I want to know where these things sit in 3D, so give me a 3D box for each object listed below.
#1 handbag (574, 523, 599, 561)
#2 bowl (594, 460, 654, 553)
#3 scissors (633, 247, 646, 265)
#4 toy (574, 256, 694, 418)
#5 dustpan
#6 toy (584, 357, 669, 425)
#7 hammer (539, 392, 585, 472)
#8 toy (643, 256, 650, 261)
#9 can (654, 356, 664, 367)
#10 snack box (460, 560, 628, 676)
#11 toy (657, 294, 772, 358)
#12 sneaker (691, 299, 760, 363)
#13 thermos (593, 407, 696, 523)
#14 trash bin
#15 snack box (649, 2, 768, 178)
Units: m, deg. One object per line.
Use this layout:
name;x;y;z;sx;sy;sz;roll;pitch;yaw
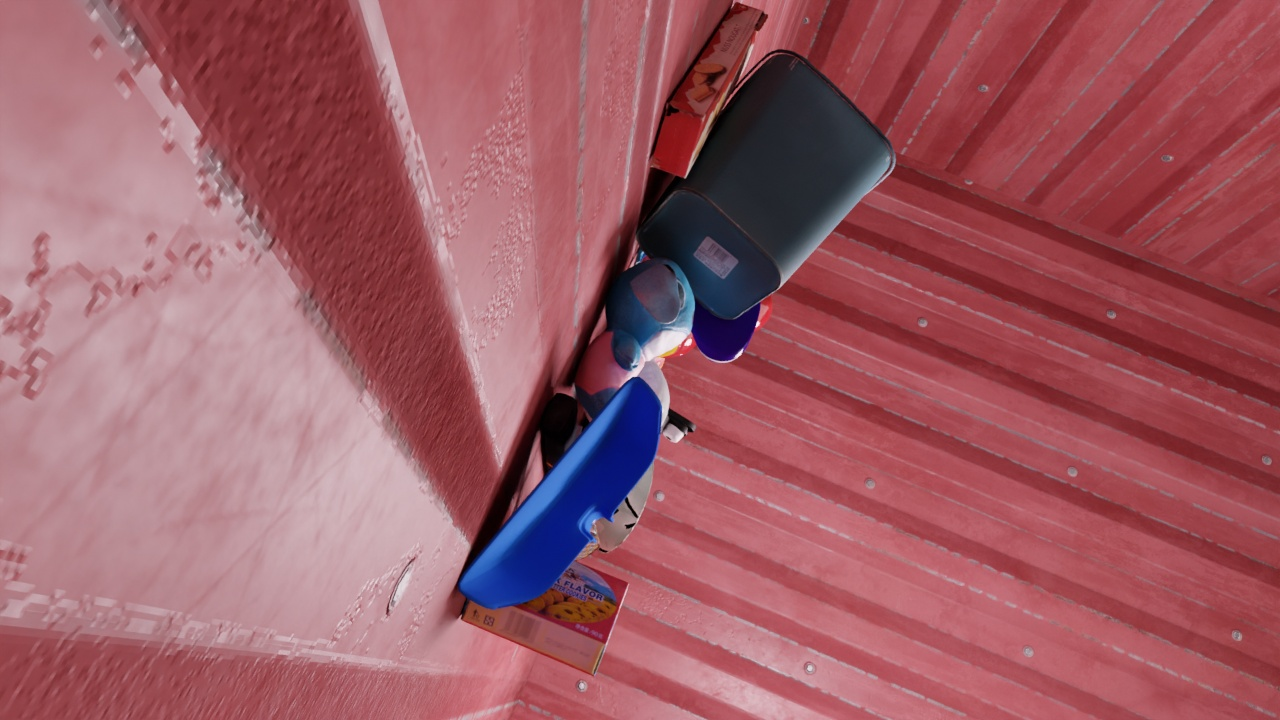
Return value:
handbag;-0.126;0.248;1.106;0.196;0.093;0.043;-53;-132;40
bowl;-0.052;0.183;1.316;0.175;0.068;0.173;-52;-157;32
scissors;-0.006;-0.110;1.106;0.083;0.016;0.135;93;21;-84
toy;-0.006;-0.021;1.004;0.191;0.099;0.224;-61;177;-1
dustpan;-0.062;0.150;0.932;0.245;0.059;0.258;-50;172;-10
toy;-0.017;0.021;1.148;0.139;0.101;0.179;-30;-130;60
hammer;-0.091;0.109;1.022;0.313;0.035;0.139;101;13;-70
toy;0.050;-0.159;1.223;0.123;0.067;0.157;94;14;-72
can;0.011;-0.029;1.433;0.125;0.067;0.066;104;9;-66
snack box;-0.093;0.248;0.947;0.144;0.142;0.040;-54;164;-76
toy;0.096;-0.068;1.326;0.148;0.215;0.099;-11;-84;62
sneaker;0.101;-0.084;1.155;0.111;0.092;0.243;99;4;-57
thermos;-0.030;0.146;1.222;0.229;0.101;0.069;-51;-170;-17
trash bin;0.129;-0.184;1.032;0.218;0.199;0.197;-52;-173;-27
snack box;0.077;-0.292;0.967;0.272;0.044;0.077;-64;175;-46
